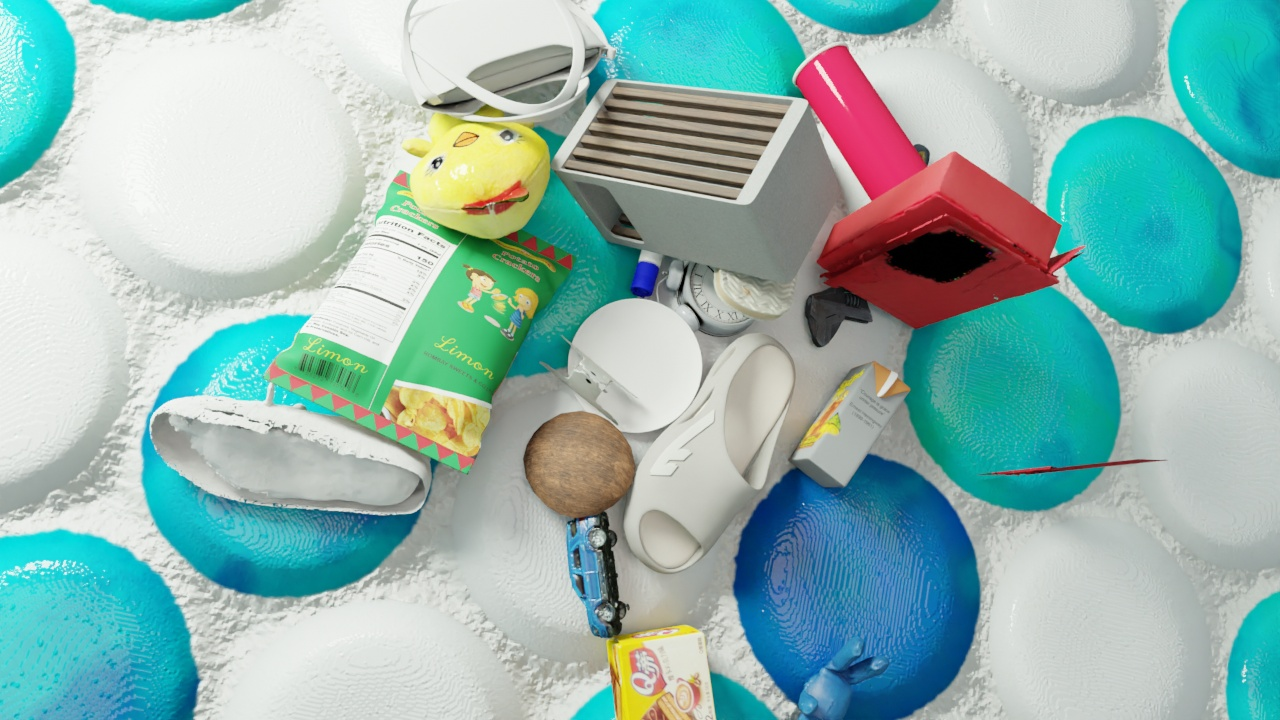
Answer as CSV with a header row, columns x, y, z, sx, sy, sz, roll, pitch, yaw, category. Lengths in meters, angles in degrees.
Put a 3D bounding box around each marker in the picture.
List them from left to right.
x,y,z,sx,sy,sz,roll,pitch,yaw,category
0.018,-0.131,0.960,0.023,0.027,0.133,18,74,-8,marker

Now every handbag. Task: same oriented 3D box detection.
x,y,z,sx,sy,sz,roll,pitch,yaw,category
-0.118,-0.294,0.879,0.215,0.096,0.222,-23,46,-16,handbag

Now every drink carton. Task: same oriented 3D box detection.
x,y,z,sx,sy,sz,roll,pitch,yaw,category
0.213,0.065,0.937,0.048,0.076,0.124,37,78,-2,drink carton

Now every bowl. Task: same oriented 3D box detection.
x,y,z,sx,sy,sz,roll,pitch,yaw,category
-0.061,0.092,0.874,0.102,0.026,0.114,-34,61,-13,bowl

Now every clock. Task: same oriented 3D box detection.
x,y,z,sx,sy,sz,roll,pitch,yaw,category
0.076,-0.072,0.955,0.122,0.035,0.094,-11,81,-15,clock

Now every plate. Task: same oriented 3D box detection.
x,y,z,sx,sy,sz,roll,pitch,yaw,category
-0.005,0.005,0.926,0.134,0.011,0.134,0,86,-4,plate

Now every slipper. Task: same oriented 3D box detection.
x,y,z,sx,sy,sz,roll,pitch,yaw,category
-0.310,0.078,0.826,0.246,0.074,0.112,11,108,-8,slipper
0.086,0.087,0.891,0.113,0.081,0.265,44,69,-23,slipper
0.133,-0.142,0.952,0.115,0.052,0.262,23,55,-8,slipper

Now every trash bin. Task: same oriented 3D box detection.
x,y,z,sx,sy,sz,roll,pitch,yaw,category
0.051,-0.173,0.864,0.229,0.114,0.114,18,70,35,trash bin

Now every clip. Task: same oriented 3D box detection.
x,y,z,sx,sy,sz,roll,pitch,yaw,category
-0.050,0.020,0.896,0.102,0.058,0.052,38,36,-1,clip

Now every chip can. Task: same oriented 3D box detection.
x,y,z,sx,sy,sz,roll,pitch,yaw,category
0.250,-0.234,0.989,0.069,0.069,0.220,-25,76,-16,chip can

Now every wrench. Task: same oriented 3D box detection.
x,y,z,sx,sy,sz,roll,pitch,yaw,category
0.255,-0.128,1.010,0.073,0.022,0.273,32,75,-10,wrench

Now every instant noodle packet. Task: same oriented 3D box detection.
x,y,z,sx,sy,sz,roll,pitch,yaw,category
-0.196,-0.044,0.861,0.195,0.090,0.252,26,62,-5,instant noodle packet

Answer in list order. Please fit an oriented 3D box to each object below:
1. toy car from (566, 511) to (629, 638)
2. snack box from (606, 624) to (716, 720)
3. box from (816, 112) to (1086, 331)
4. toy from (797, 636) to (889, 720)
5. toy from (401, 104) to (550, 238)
x,y,z,sx,sy,sz,roll,pitch,yaw,category
-0.042,0.201,0.868,0.044,0.056,0.120,-13,75,9,toy car
0.020,0.307,0.852,0.083,0.061,0.105,-6,80,-13,snack box
0.308,-0.137,0.907,0.165,0.214,0.153,27,73,-12,box
0.165,0.340,0.875,0.113,0.071,0.176,33,84,-1,toy
-0.155,-0.189,0.877,0.134,0.092,0.207,-18,53,-5,toy
